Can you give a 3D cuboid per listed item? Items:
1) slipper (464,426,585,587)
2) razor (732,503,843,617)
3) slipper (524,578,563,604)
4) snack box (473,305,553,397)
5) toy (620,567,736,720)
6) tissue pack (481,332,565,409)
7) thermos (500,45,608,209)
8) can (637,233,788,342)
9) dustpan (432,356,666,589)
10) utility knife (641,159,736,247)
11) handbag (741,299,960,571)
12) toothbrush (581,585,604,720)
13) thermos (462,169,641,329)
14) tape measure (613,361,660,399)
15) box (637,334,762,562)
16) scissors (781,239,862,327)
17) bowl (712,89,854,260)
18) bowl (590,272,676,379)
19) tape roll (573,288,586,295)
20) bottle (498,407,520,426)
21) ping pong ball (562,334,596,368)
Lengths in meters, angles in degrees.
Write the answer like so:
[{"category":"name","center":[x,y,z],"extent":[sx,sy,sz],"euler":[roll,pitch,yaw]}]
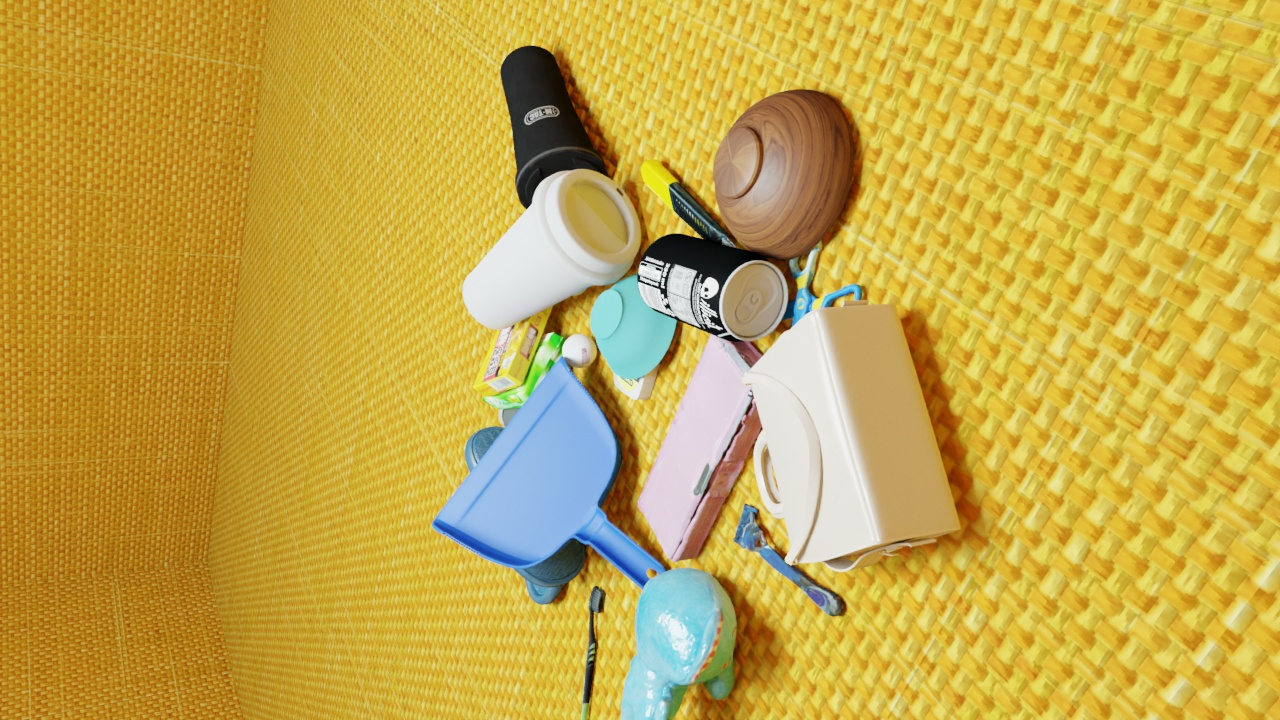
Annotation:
[{"category":"slipper","center":[-0.148,0.179,1.108],"extent":[0.213,0.103,0.059],"euler":[58,139,10]},{"category":"razor","center":[0.127,0.180,0.812],"extent":[0.141,0.018,0.044],"euler":[37,120,49]},{"category":"slipper","center":[-0.150,0.210,1.184],"extent":[0.104,0.059,0.213],"euler":[-44,56,44]},{"category":"snack box","center":[-0.154,-0.029,1.142],"extent":[0.075,0.025,0.152],"euler":[-19,43,45]},{"category":"toy","center":[0.038,0.288,0.870],"extent":[0.183,0.115,0.180],"euler":[-177,106,-77]},{"category":"tissue pack","center":[-0.142,0.013,1.143],"extent":[0.114,0.034,0.099],"euler":[-8,50,50]},{"category":"thermos","center":[-0.112,-0.277,1.092],"extent":[0.106,0.105,0.218],"euler":[-51,45,43]},{"category":"can","center":[0.062,-0.068,0.838],"extent":[0.146,0.080,0.080],"euler":[27,113,57]},{"category":"dustpan","center":[-0.074,0.162,1.018],"extent":[0.257,0.059,0.245],"euler":[37,89,14]},{"category":"utility knife","center":[0.054,-0.144,0.914],"extent":[0.197,0.020,0.029],"euler":[53,155,39]},{"category":"handbag","center":[0.142,0.072,0.738],"extent":[0.198,0.101,0.194],"euler":[136,125,-61]},{"category":"toothbrush","center":[-0.059,0.358,1.092],"extent":[0.017,0.014,0.188],"euler":[15,103,47]},{"category":"thermos","center":[-0.111,-0.113,1.039],"extent":[0.223,0.131,0.131],"euler":[-29,67,45]},{"category":"tape measure","center":[-0.006,0.006,1.006],"extent":[0.064,0.016,0.065],"euler":[37,120,49]},{"category":"box","center":[0.059,0.085,0.892],"extent":[0.098,0.041,0.233],"euler":[53,132,40]},{"category":"scissors","center":[0.141,-0.056,0.793],"extent":[0.126,0.016,0.125],"euler":[-24,66,54]},{"category":"bowl","center":[0.105,-0.163,0.785],"extent":[0.148,0.068,0.147],"euler":[-11,77,56]},{"category":"bowl","center":[-0.019,-0.044,0.975],"extent":[0.121,0.046,0.121],"euler":[-20,64,46]},{"category":"tape roll","center":[-0.086,-0.126,1.118],"extent":[0.094,0.019,0.094],"euler":[2,92,56]},{"category":"bottle","center":[-0.137,0.074,1.160],"extent":[0.109,0.060,0.060],"euler":[10,98,55]},{"category":"ping pong ball","center":[-0.072,-0.011,1.081],"extent":[0.040,0.040,0.040],"euler":[1,91,56]}]
